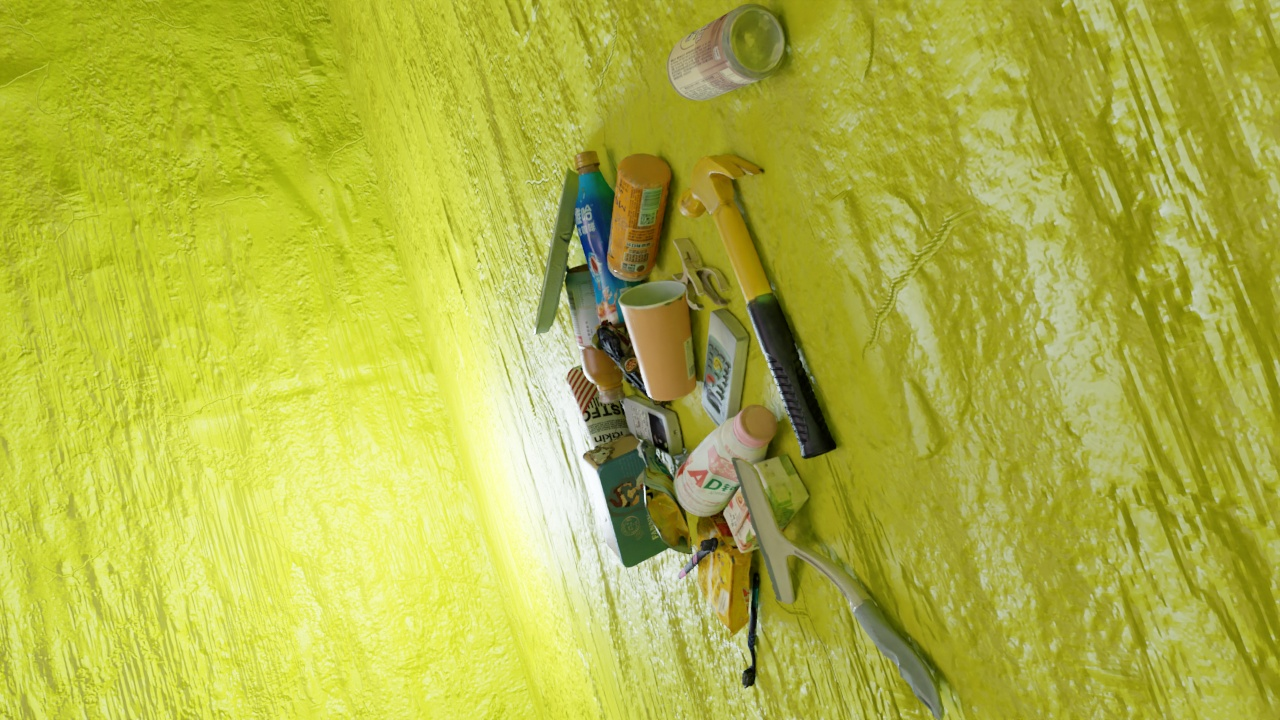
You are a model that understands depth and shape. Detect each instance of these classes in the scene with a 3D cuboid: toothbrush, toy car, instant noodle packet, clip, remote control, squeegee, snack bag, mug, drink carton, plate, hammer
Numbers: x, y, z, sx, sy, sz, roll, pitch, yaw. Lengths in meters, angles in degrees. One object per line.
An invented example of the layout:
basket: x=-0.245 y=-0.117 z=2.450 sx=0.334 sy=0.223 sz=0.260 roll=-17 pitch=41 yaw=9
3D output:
toothbrush: x=0.132 y=0.325 z=1.092 sx=0.014 sy=0.016 sz=0.190 roll=46 pitch=145 yaw=50
toy car: x=-0.007 y=0.007 z=1.128 sx=0.070 sy=0.042 sz=0.158 roll=39 pitch=171 yaw=38
instant noodle packet: x=0.098 y=0.245 z=1.077 sx=0.110 sy=0.044 sz=0.128 roll=-122 pitch=28 yaw=-59
clip: x=0.059 y=-0.089 z=0.965 sx=0.100 sy=0.034 sz=0.072 roll=-119 pitch=22 yaw=-53
remote control: x=0.014 y=0.085 z=1.216 sx=0.150 sy=0.021 sz=0.058 roll=-162 pitch=59 yaw=-67
squeegee: x=0.192 y=0.222 z=0.830 sx=0.246 sy=0.039 sz=0.247 roll=43 pitch=161 yaw=46
snack bag: x=0.029 y=0.162 z=1.123 sx=0.110 sy=0.039 sz=0.191 roll=53 pitch=-174 yaw=-9
mug: x=0.026 y=-0.021 z=1.043 sx=0.078 sy=0.078 sz=0.123 roll=35 pitch=142 yaw=60
drink carton: x=0.125 y=0.149 z=0.940 sx=0.123 sy=0.045 sz=0.053 roll=109 pitch=142 yaw=-56
toothbrush: x=0.062 y=0.237 z=1.087 sx=0.190 sy=0.017 sz=0.014 roll=113 pitch=155 yaw=-63
remote control: x=0.088 y=0.012 z=0.973 sx=0.056 sy=0.019 sz=0.135 roll=-126 pitch=28 yaw=-43
plate: x=-0.111 y=-0.144 z=1.233 sx=0.230 sy=0.027 sz=0.230 roll=-169 pitch=91 yaw=-82
hammer: x=0.111 y=-0.055 z=0.848 sx=0.129 sy=0.032 sz=0.300 roll=131 pitch=121 yaw=-67

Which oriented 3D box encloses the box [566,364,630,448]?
box: x=-0.058 y=0.088 z=1.328 sx=0.162 sy=0.075 sz=0.087 roll=63 pitch=155 yaw=28

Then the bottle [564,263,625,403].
bottle: x=-0.055 y=-0.036 z=1.240 sx=0.068 sy=0.068 sz=0.189 roll=-156 pitch=53 yaw=-65

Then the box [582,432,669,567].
box: x=-0.014 y=0.196 z=1.255 sx=0.062 sy=0.089 sz=0.184 roll=31 pitch=142 yaw=59

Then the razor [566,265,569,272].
razor: x=-0.067 y=-0.076 z=1.311 sx=0.142 sy=0.022 sz=0.043 roll=62 pitch=-177 yaw=24

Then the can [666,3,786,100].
can: x=0.070 y=-0.256 z=0.772 sx=0.116 sy=0.058 sz=0.058 roll=-167 pitch=63 yaw=-67

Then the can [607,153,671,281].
can: x=-0.003 y=-0.159 z=1.033 sx=0.146 sy=0.058 sz=0.058 roll=100 pitch=148 yaw=-49

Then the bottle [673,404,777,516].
bottle: x=0.092 y=0.105 z=0.969 sx=0.068 sy=0.068 sz=0.197 roll=67 pitch=156 yaw=21

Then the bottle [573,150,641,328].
bottle: x=-0.043 y=-0.148 z=1.132 sx=0.065 sy=0.065 sz=0.218 roll=174 pitch=81 yaw=-70
